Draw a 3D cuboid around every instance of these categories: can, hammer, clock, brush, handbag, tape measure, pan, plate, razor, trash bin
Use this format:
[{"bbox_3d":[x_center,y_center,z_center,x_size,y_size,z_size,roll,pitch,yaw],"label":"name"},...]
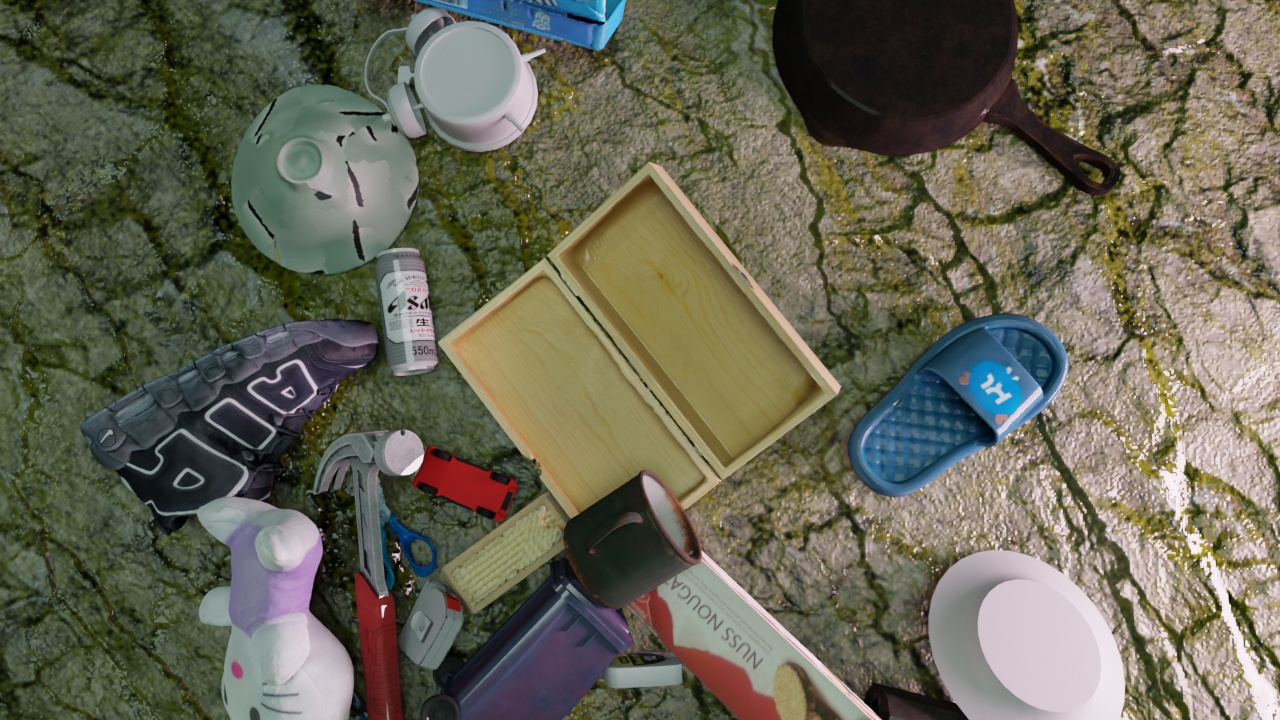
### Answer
[{"bbox_3d":[-0.206,-0.042,0.804,0.044,0.044,0.106,-9,84,-2],"label":"can"},{"bbox_3d":[-0.216,0.216,0.751,0.126,0.036,0.315,-8,87,42],"label":"hammer"},{"bbox_3d":[-0.168,-0.251,0.824,0.159,0.061,0.120,13,83,5],"label":"clock"},{"bbox_3d":[-0.112,0.165,0.785,0.117,0.039,0.049,-36,87,-3],"label":"brush"},{"bbox_3d":[0.197,0.365,0.734,0.199,0.102,0.197,14,83,1],"label":"handbag"},{"bbox_3d":[-0.176,0.221,0.768,0.020,0.062,0.060,30,83,-34],"label":"tape measure"},{"bbox_3d":[0.290,-0.267,0.835,0.356,0.043,0.248,36,84,3],"label":"pan"},{"bbox_3d":[0.322,0.234,0.752,0.172,0.019,0.172,6,56,-10],"label":"plate"},{"bbox_3d":[-0.216,0.315,0.777,0.141,0.018,0.044,40,85,4],"label":"razor"},{"bbox_3d":[0.001,0.257,0.765,0.065,0.064,0.016,-1,83,-8],"label":"tape measure"},{"bbox_3d":[-0.090,0.244,0.750,0.092,0.094,0.161,45,86,-5],"label":"trash bin"}]

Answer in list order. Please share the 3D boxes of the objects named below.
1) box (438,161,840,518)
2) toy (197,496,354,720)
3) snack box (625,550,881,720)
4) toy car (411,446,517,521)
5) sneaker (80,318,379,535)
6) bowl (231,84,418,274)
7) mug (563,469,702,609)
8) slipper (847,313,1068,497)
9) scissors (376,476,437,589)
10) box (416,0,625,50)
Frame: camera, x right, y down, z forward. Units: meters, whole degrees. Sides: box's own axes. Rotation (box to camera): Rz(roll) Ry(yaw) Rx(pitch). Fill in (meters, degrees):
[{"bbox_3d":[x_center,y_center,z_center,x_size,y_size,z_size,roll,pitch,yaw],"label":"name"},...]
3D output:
[{"bbox_3d":[-0.005,0.004,0.790,0.257,0.076,0.247,-38,84,4],"label":"box"},{"bbox_3d":[-0.288,0.210,0.726,0.138,0.085,0.209,11,109,35],"label":"toy"},{"bbox_3d":[0.097,0.249,0.726,0.273,0.044,0.076,41,89,26],"label":"snack box"},{"bbox_3d":[-0.153,0.107,0.798,0.089,0.025,0.038,22,84,1],"label":"toy car"},{"bbox_3d":[-0.321,0.065,0.770,0.252,0.097,0.151,-25,90,-3],"label":"sneaker"},{"bbox_3d":[-0.289,-0.167,0.806,0.174,0.068,0.174,0,86,-1],"label":"bowl"},{"bbox_3d":[-0.013,0.141,0.717,0.081,0.111,0.085,-34,66,12],"label":"mug"},{"bbox_3d":[0.274,0.035,0.795,0.213,0.059,0.104,-35,83,-3],"label":"slipper"},{"bbox_3d":[-0.220,0.132,0.803,0.073,0.016,0.134,-18,79,2],"label":"scissors"},{"bbox_3d":[-0.142,-0.329,0.783,0.243,0.166,0.075,16,96,1],"label":"box"}]
